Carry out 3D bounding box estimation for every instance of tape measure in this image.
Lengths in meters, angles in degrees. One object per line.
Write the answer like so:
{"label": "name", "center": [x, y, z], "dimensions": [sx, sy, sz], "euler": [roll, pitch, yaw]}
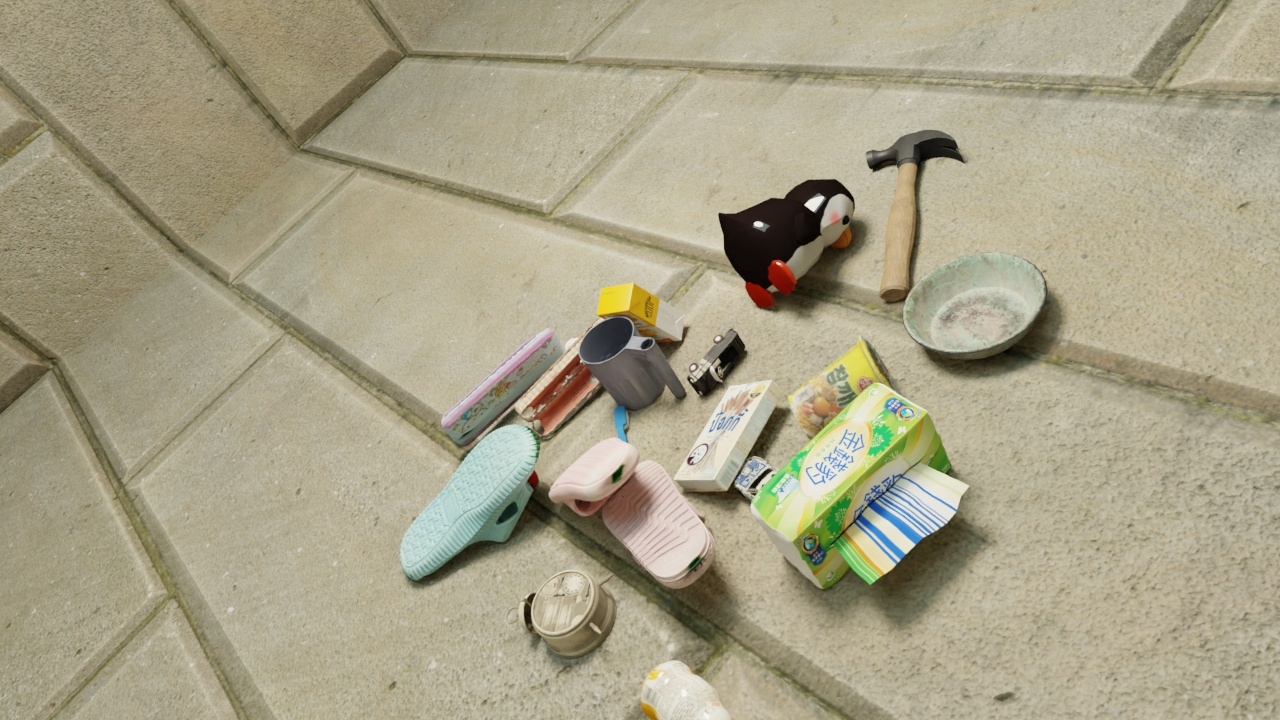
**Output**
{"label": "tape measure", "center": [-0.162, 0.165, 1.241], "dimensions": [0.059, 0.019, 0.051], "euler": [19, 59, 46]}

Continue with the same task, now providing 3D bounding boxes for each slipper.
{"label": "slipper", "center": [0.026, 0.193, 1.036], "dimensions": [0.094, 0.064, 0.239], "euler": [-40, 24, -4]}
{"label": "slipper", "center": [-0.216, 0.191, 1.210], "dimensions": [0.277, 0.069, 0.116], "euler": [-46, 45, 16]}
{"label": "slipper", "center": [-0.049, 0.138, 1.094], "dimensions": [0.106, 0.055, 0.222], "euler": [-43, 5, -17]}

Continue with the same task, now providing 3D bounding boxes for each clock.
{"label": "clock", "center": [-0.096, 0.283, 1.041], "dimensions": [0.141, 0.054, 0.092], "euler": [-11, 44, 25]}

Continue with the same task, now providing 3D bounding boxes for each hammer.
{"label": "hammer", "center": [0.356, -0.198, 1.226], "dimensions": [0.133, 0.040, 0.304], "euler": [-11, 45, 33]}

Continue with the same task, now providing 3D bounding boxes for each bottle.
{"label": "bottle", "center": [0.050, 0.334, 0.871], "dimensions": [0.063, 0.063, 0.109], "euler": [-48, 40, -16]}

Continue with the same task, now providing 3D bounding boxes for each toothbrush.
{"label": "toothbrush", "center": [-0.021, 0.124, 1.188], "dimensions": [0.016, 0.014, 0.166], "euler": [-22, 44, 16]}

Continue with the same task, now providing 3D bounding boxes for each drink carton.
{"label": "drink carton", "center": [0.004, -0.062, 1.272], "dimensions": [0.059, 0.122, 0.040], "euler": [-6, 67, 41]}

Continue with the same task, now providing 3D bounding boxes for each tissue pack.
{"label": "tissue pack", "center": [0.230, 0.139, 0.908], "dimensions": [0.197, 0.120, 0.141], "euler": [-47, 40, -3]}

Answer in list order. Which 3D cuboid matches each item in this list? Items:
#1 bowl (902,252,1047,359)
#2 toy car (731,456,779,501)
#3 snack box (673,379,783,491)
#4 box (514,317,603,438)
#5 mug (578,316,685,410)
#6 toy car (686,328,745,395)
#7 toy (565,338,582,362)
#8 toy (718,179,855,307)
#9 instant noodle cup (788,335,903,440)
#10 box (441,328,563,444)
{"label": "bowl", "center": [0.384, -0.056, 1.051], "dimensions": [0.158, 0.038, 0.157], "euler": [-20, 40, 18]}
{"label": "toy car", "center": [0.142, 0.141, 1.024], "dimensions": [0.048, 0.040, 0.113], "euler": [-44, 38, -13]}
{"label": "snack box", "center": [0.105, 0.090, 1.097], "dimensions": [0.082, 0.026, 0.149], "euler": [-12, 39, 58]}
{"label": "box", "center": [-0.094, 0.024, 1.285], "dimensions": [0.187, 0.076, 0.054], "euler": [-47, -1, -1]}
{"label": "mug", "center": [-0.007, 0.007, 1.222], "dimensions": [0.124, 0.104, 0.083], "euler": [6, 53, 40]}
{"label": "toy car", "center": [0.101, 0.003, 1.195], "dimensions": [0.092, 0.040, 0.037], "euler": [-49, 43, -12]}
{"label": "toy", "center": [-0.055, -0.025, 1.344], "dimensions": [0.126, 0.037, 0.075], "euler": [-27, 44, 16]}
{"label": "toy", "center": [0.206, -0.185, 1.240], "dimensions": [0.183, 0.140, 0.159], "euler": [-38, 0, -21]}
{"label": "instant noodle cup", "center": [0.229, 0.041, 1.027], "dimensions": [0.108, 0.102, 0.102], "euler": [-32, 37, 18]}
{"label": "box", "center": [-0.205, 0.039, 1.370], "dimensions": [0.214, 0.062, 0.140], "euler": [-43, 4, -10]}
